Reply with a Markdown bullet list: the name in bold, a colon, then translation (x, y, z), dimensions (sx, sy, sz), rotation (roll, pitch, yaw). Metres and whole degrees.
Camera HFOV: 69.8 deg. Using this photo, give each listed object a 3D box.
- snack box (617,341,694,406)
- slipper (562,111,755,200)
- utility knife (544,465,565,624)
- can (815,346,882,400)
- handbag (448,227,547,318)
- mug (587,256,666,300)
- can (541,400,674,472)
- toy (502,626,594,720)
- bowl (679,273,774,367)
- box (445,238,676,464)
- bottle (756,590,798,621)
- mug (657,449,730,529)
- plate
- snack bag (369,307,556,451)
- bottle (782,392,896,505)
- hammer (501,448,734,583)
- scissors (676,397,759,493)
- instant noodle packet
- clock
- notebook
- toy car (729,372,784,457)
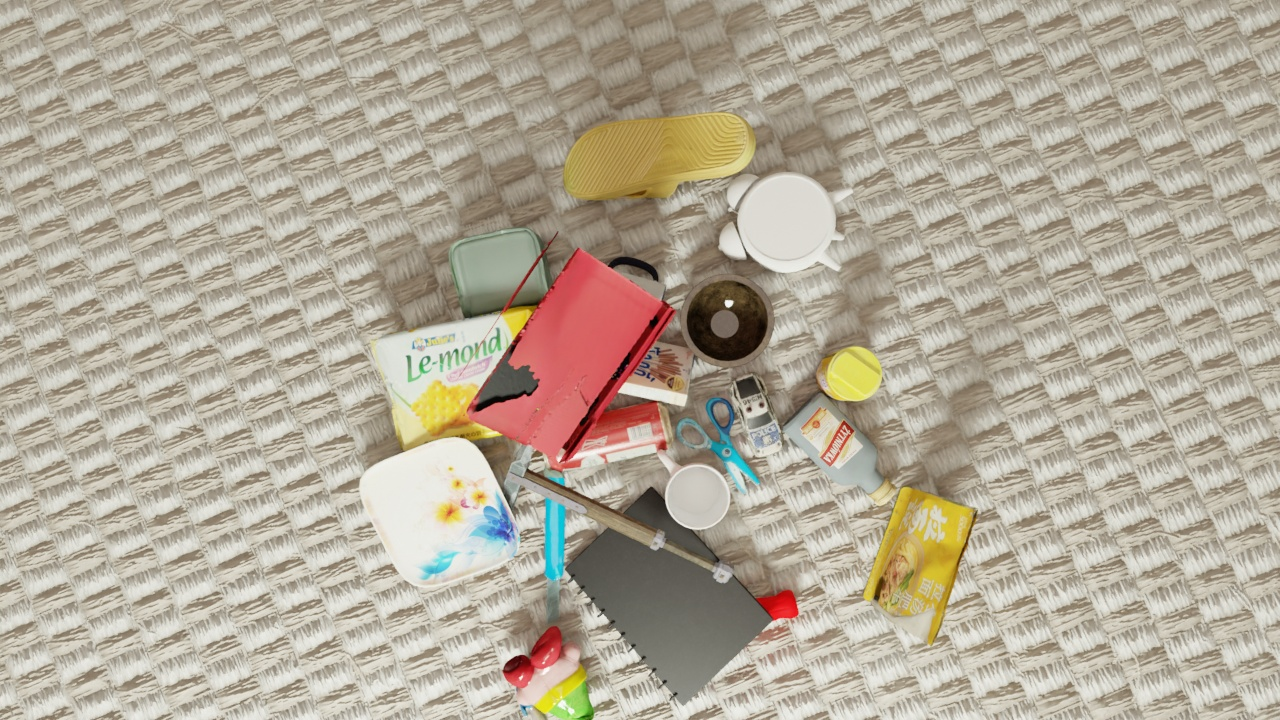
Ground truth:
- **snack box**: translation (-0.007, 0.007, 1.205), dimensions (0.150, 0.026, 0.081), rotation (12, 49, 2)
- **slipper**: translation (0.026, -0.266, 1.207), dimensions (0.264, 0.078, 0.099), rotation (-4, 85, 22)
- **utility knife**: translation (-0.117, 0.246, 1.225), dimensions (0.031, 0.015, 0.209), rotation (1, 84, 6)
- **can**: translation (0.265, 0.019, 1.176), dimensions (0.067, 0.105, 0.067), rotation (0, 87, 2)
- **handbag**: translation (-0.184, -0.115, 1.215), dimensions (0.122, 0.067, 0.106), rotation (-12, 92, 3)
- **mug**: translation (-0.019, -0.088, 1.211), dimensions (0.097, 0.079, 0.111), rotation (16, 60, 2)
- **can**: translation (-0.043, 0.100, 1.202), dimensions (0.170, 0.067, 0.067), rotation (-12, 87, 1)
- **toy**: translation (-0.111, 0.430, 1.185), dimensions (0.124, 0.096, 0.131), rotation (-40, 109, 4)
- **bowl**: translation (0.112, -0.050, 1.208), dimensions (0.121, 0.056, 0.121), rotation (0, 88, 2)
- **box**: translation (-0.059, 0.004, 1.017), dimensions (0.124, 0.315, 0.211), rotation (37, 96, 14)
- **bottle**: translation (0.146, 0.332, 1.202), dimensions (0.119, 0.036, 0.036), rotation (-15, 87, 2)
- **mug**: translation (0.062, 0.159, 1.186), dimensions (0.081, 0.087, 0.114), rotation (-41, 87, 0)
- **plate**: translation (-0.261, 0.198, 1.202), dimensions (0.187, 0.016, 0.187), rotation (-21, 100, 14)
- **snack bag**: translation (-0.217, 0.021, 1.202), dimensions (0.247, 0.068, 0.159), rotation (-11, 98, 3)
- **bottle**: translation (0.267, 0.121, 1.201), dimensions (0.072, 0.046, 0.161), rotation (-45, 87, 0)
- **hammer**: translation (-0.025, 0.204, 1.173), dimensions (0.317, 0.028, 0.147), rotation (25, 120, 3)
- **scissors**: translation (0.120, 0.112, 1.224), dimensions (0.141, 0.014, 0.090), rotation (45, 88, 6)
- **instant noodle packet**: translation (0.348, 0.244, 1.107), dimensions (0.084, 0.221, 0.163), rotation (22, 87, 6)
- **clock**: translation (0.190, -0.180, 1.211), dimensions (0.161, 0.073, 0.125), rotation (9, 88, 9)
- **notebook**: translation (0.032, 0.307, 1.197), dimensions (0.169, 0.019, 0.231), rotation (-44, 76, 0)
- **toy car**: translation (0.154, 0.072, 1.210), dimensions (0.048, 0.040, 0.113), rotation (-20, 88, 2)
